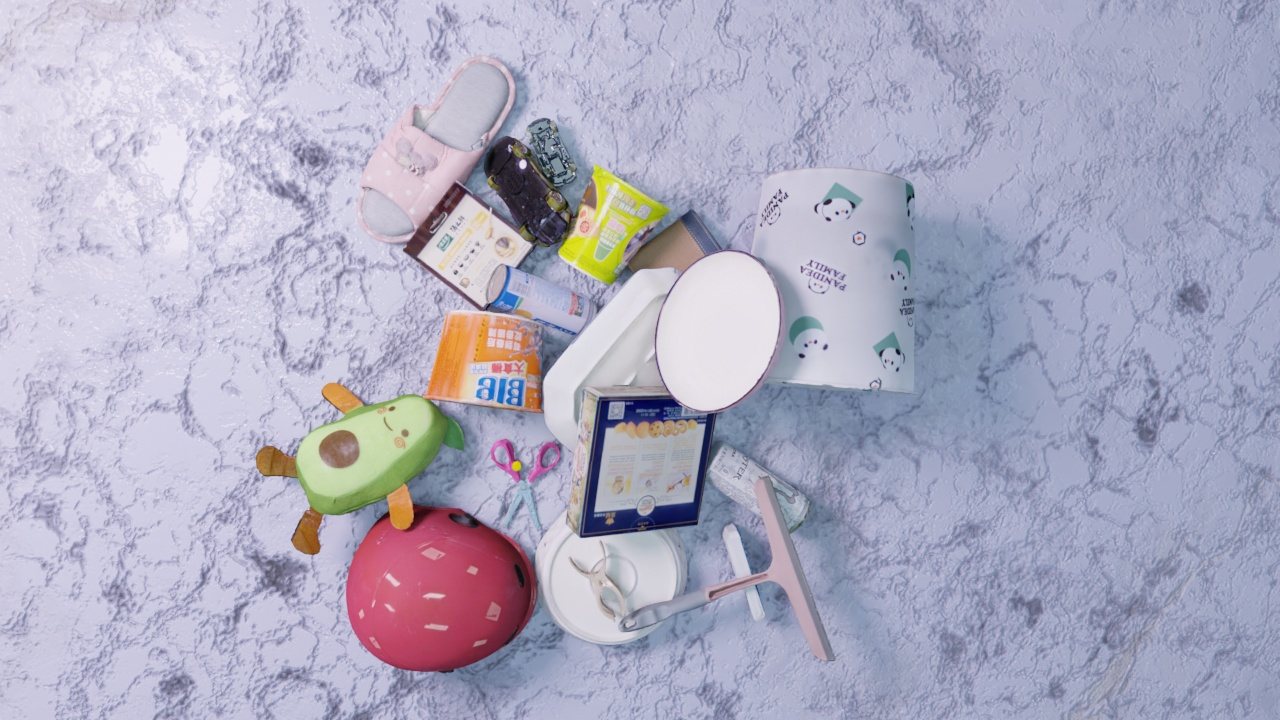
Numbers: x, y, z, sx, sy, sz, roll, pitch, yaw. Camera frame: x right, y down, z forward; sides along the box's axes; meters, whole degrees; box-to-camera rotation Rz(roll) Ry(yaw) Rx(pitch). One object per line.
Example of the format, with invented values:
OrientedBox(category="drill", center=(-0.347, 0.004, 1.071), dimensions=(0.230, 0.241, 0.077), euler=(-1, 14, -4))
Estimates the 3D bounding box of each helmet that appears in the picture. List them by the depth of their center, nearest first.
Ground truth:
OrientedBox(category="helmet", center=(-0.255, 0.295, 1.142), dimensions=(0.240, 0.144, 0.207), euler=(9, 92, 1))

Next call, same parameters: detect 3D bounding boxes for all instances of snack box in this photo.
OrientedBox(category="snack box", center=(0.003, 0.122, 1.138), dimensions=(0.177, 0.046, 0.182), euler=(1, 105, -33))
OrientedBox(category="snack box", center=(-0.214, -0.143, 1.161), dimensions=(0.125, 0.053, 0.113), euler=(38, 91, -6))

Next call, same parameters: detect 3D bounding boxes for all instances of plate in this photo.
OrientedBox(category="plate", center=(0.097, -0.031, 1.065), dimensions=(0.039, 0.193, 0.192), euler=(14, 94, -42))
OrientedBox(category="plate", center=(-0.007, 0.007, 1.147), dimensions=(0.265, 0.034, 0.162), euler=(-49, 123, -10))
OrientedBox(category="plate", center=(-0.038, 0.282, 1.212), dimensions=(0.205, 0.045, 0.205), euler=(0, 95, -4))

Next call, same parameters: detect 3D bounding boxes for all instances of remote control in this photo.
OrientedBox(category="remote control", center=(0.137, 0.281, 1.222), dimensions=(0.024, 0.049, 0.125), euler=(-19, 95, 0))

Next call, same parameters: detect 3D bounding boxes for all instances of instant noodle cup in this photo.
OrientedBox(category="instant noodle cup", center=(-0.186, 0.002, 1.134), dimensions=(0.151, 0.151, 0.111), euler=(7, 85, -5))
OrientedBox(category="instant noodle cup", center=(-0.040, -0.164, 1.150), dimensions=(0.111, 0.111, 0.123), euler=(30, 99, -6))

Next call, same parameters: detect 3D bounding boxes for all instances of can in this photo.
OrientedBox(category="can", center=(-0.123, -0.074, 1.150), dimensions=(0.134, 0.053, 0.053), euler=(21, 93, -30))
OrientedBox(category="can", center=(0.150, 0.167, 1.209), dimensions=(0.146, 0.058, 0.058), euler=(34, 91, -6))

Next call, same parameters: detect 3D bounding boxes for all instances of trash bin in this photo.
OrientedBox(category="trash bin", center=(0.231, -0.090, 1.120), dimensions=(0.229, 0.229, 0.252), euler=(5, 89, -5))

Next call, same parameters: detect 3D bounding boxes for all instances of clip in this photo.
OrientedBox(category="clip", center=(-0.050, 0.285, 1.172), dimensions=(0.070, 0.034, 0.100), euler=(-26, 91, -1))

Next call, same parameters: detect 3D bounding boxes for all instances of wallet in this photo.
OrientedBox(category="wallet", center=(0.048, -0.129, 1.193), dimensions=(0.115, 0.033, 0.090), euler=(-36, 93, 0))

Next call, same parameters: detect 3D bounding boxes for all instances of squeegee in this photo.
OrientedBox(category="squeegee", center=(0.090, 0.302, 1.182), dimensions=(0.249, 0.040, 0.247), euler=(-19, 89, 2))

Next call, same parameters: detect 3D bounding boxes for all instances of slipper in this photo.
OrientedBox(category="slipper", center=(-0.255, -0.264, 1.148), dimensions=(0.114, 0.054, 0.274), euler=(39, 91, -6))

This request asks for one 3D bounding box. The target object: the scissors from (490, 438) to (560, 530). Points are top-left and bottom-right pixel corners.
OrientedBox(category="scissors", center=(-0.146, 0.160, 1.211), dimensions=(0.118, 0.017, 0.133), euler=(-20, 100, -7))

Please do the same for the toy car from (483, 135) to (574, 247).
OrientedBox(category="toy car", center=(-0.141, -0.212, 1.146), dimensions=(0.070, 0.042, 0.158), euler=(-43, 72, 29))

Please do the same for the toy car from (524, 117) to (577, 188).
OrientedBox(category="toy car", center=(-0.113, -0.264, 1.169), dimensions=(0.043, 0.034, 0.090), euler=(-26, 94, 1))

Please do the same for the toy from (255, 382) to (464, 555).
OrientedBox(category="toy", center=(-0.349, 0.121, 1.147), dimensions=(0.246, 0.090, 0.227), euler=(-31, 73, -8))
